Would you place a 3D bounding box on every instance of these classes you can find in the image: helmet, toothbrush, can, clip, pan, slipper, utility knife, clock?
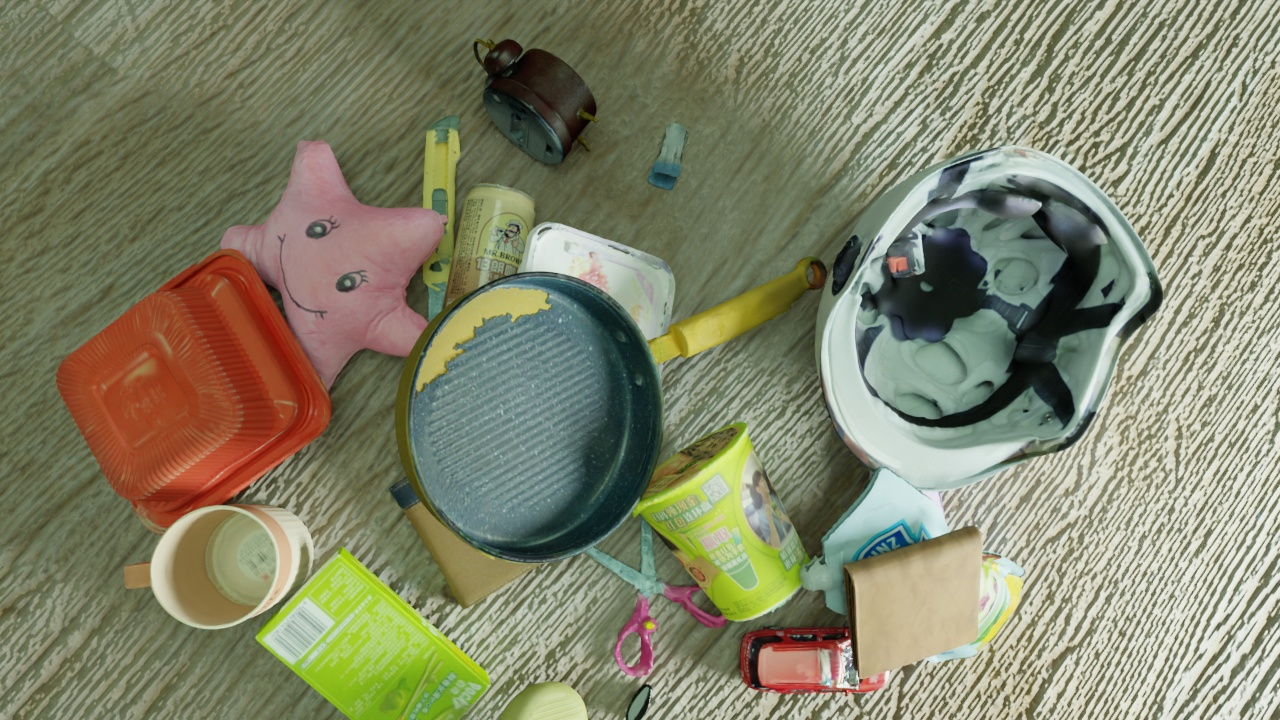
[{"bbox_3d":[0.239,-0.038,0.713,0.229,0.145,0.259,31,100,-11],"label":"helmet"},{"bbox_3d":[-0.038,0.337,0.713,0.014,0.018,0.189,28,85,0],"label":"toothbrush"},{"bbox_3d":[-0.121,-0.077,0.734,0.058,0.058,0.116,10,82,-4],"label":"can"},{"bbox_3d":[0.026,-0.177,0.780,0.027,0.045,0.058,17,72,0],"label":"clip"},{"bbox_3d":[-0.004,0.004,0.661,0.356,0.078,0.198,-31,107,-32],"label":"pan"},{"bbox_3d":[-0.090,0.323,0.680,0.091,0.082,0.190,6,94,-39],"label":"slipper"},{"bbox_3d":[-0.165,-0.113,0.761,0.031,0.020,0.188,-1,87,1],"label":"utility knife"},{"bbox_3d":[-0.090,-0.214,0.744,0.122,0.082,0.055,38,76,0],"label":"clock"}]

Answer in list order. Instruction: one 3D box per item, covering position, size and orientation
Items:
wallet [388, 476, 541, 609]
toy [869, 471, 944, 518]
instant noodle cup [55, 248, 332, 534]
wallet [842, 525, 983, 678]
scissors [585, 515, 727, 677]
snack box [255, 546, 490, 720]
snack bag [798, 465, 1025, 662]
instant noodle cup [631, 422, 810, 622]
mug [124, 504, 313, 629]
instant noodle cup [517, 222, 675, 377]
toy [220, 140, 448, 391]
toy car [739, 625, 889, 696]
[{"bbox_3d":[-0.131,0.124,0.722,0.090,0.033,0.115,-32,87,-5],"label":"wallet"},{"bbox_3d":[0.223,0.110,0.750,0.084,0.039,0.108,-6,77,-9],"label":"toy"},{"bbox_3d":[-0.343,0.026,0.677,0.189,0.079,0.164,-34,85,11],"label":"instant noodle cup"},{"bbox_3d":[0.200,0.179,0.672,0.101,0.020,0.115,-15,122,-6],"label":"wallet"},{"bbox_3d":[0.014,0.184,0.735,0.131,0.017,0.133,0,79,-3],"label":"scissors"},{"bbox_3d":[-0.198,0.224,0.690,0.156,0.026,0.085,44,82,-10],"label":"snack box"},{"bbox_3d":[0.208,0.163,0.697,0.191,0.038,0.110,33,108,-28],"label":"snack bag"},{"bbox_3d":[0.067,0.129,0.705,0.111,0.112,0.123,-34,94,-8],"label":"instant noodle cup"},{"bbox_3d":[-0.305,0.148,0.665,0.114,0.106,0.081,-8,83,-6],"label":"mug"},{"bbox_3d":[-0.051,-0.007,0.712,0.138,0.060,0.173,15,82,-34],"label":"instant noodle cup"},{"bbox_3d":[-0.230,-0.081,0.714,0.179,0.074,0.194,-25,88,8],"label":"toy"},{"bbox_3d":[0.140,0.238,0.724,0.120,0.045,0.053,0,84,-7],"label":"toy car"}]
